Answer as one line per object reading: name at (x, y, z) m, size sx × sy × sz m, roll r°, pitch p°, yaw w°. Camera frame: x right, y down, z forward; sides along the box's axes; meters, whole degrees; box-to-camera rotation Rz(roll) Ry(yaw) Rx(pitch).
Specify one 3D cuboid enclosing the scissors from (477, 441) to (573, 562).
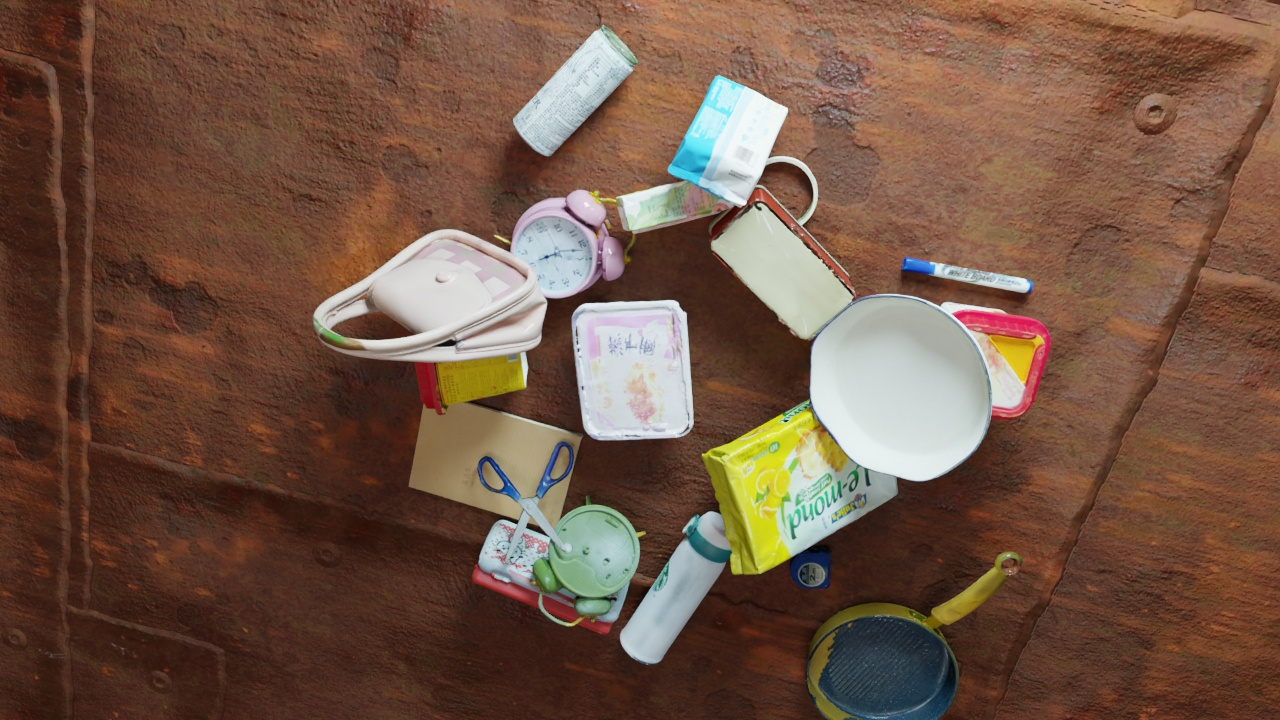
scissors at (-0.139, 0.173, 1.169) m, size 0.162 × 0.012 × 0.174 m, roll -46°, pitch 69°, yaw 0°

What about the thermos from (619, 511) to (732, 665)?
thermos at (0.051, 0.297, 1.208) m, size 0.073 × 0.073 × 0.225 m, roll 29°, pitch 111°, yaw -3°

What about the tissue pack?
tissue pack at (0.093, -0.233, 0.980) m, size 0.090 × 0.139 × 0.063 m, roll 25°, pitch 151°, yaw -2°

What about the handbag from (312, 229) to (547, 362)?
handbag at (-0.242, -0.056, 1.009) m, size 0.193 × 0.233 × 0.093 m, roll 29°, pitch 130°, yaw 38°

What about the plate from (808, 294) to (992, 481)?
plate at (0.278, 0.025, 0.979) m, size 0.205 × 0.045 × 0.205 m, roll 17°, pitch 117°, yaw 37°

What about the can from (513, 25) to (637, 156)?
can at (-0.073, -0.295, 1.013) m, size 0.147 × 0.058 × 0.058 m, roll -42°, pitch 100°, yaw 19°

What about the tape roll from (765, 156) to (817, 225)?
tape roll at (0.158, -0.188, 1.044) m, size 0.086 × 0.013 × 0.086 m, roll 2°, pitch 110°, yaw 7°

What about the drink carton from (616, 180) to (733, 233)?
drink carton at (0.038, -0.175, 1.024) m, size 0.122 × 0.053 × 0.045 m, roll -16°, pitch 103°, yaw -8°

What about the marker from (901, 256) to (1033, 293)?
marker at (0.373, -0.097, 1.048) m, size 0.146 × 0.016 × 0.017 m, roll 11°, pitch 111°, yaw 3°

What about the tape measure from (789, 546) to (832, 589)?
tape measure at (0.222, 0.269, 1.197) m, size 0.054 × 0.025 × 0.058 m, roll 2°, pitch 106°, yaw 9°

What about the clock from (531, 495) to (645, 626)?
clock at (-0.071, 0.262, 1.177) m, size 0.116 × 0.056 × 0.161 m, roll 32°, pitch 69°, yaw 3°

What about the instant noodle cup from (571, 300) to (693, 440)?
instant noodle cup at (-0.007, 0.006, 1.114) m, size 0.138 × 0.060 × 0.173 m, roll -2°, pitch 108°, yaw 9°

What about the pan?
pan at (0.359, 0.359, 1.183) m, size 0.197 × 0.078 × 0.358 m, roll 32°, pitch 111°, yaw -5°

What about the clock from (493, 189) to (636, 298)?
clock at (-0.080, -0.135, 1.072) m, size 0.159 × 0.059 × 0.117 m, roll -22°, pitch 106°, yaw 12°

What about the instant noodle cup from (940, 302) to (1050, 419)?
instant noodle cup at (0.376, -0.009, 1.022) m, size 0.116 × 0.124 × 0.117 m, roll 9°, pitch 111°, yaw 3°

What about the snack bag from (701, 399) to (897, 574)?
snack bag at (0.190, 0.130, 1.083) m, size 0.246 × 0.068 × 0.158 m, roll -24°, pitch 107°, yaw -20°

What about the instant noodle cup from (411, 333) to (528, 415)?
instant noodle cup at (-0.203, -0.005, 1.115) m, size 0.123 × 0.116 × 0.116 m, roll -6°, pitch 110°, yaw -3°

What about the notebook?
notebook at (-0.194, 0.134, 1.212) m, size 0.211 × 0.012 × 0.150 m, roll 16°, pitch 112°, yaw 2°

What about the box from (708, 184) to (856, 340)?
box at (0.157, -0.104, 1.030) m, size 0.168 × 0.077 × 0.091 m, roll 42°, pitch 113°, yaw -15°

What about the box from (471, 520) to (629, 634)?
box at (-0.117, 0.286, 1.230) m, size 0.201 × 0.095 × 0.098 m, roll 23°, pitch 77°, yaw -4°
